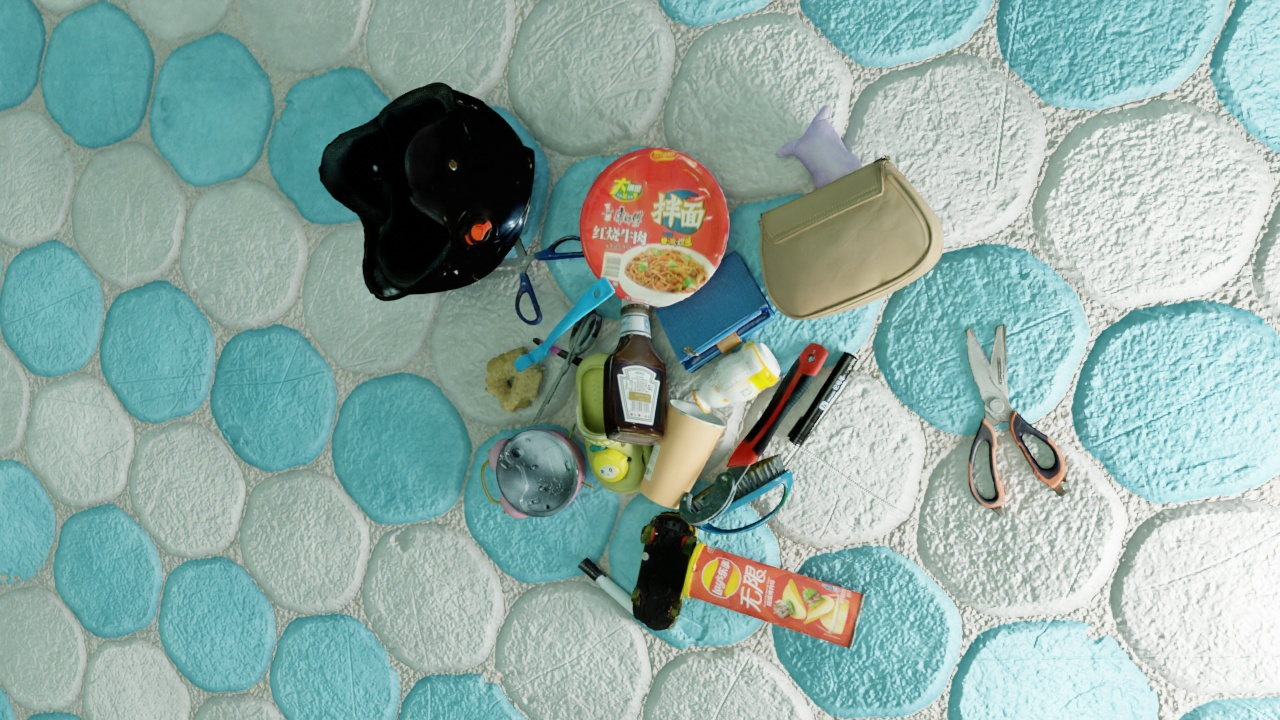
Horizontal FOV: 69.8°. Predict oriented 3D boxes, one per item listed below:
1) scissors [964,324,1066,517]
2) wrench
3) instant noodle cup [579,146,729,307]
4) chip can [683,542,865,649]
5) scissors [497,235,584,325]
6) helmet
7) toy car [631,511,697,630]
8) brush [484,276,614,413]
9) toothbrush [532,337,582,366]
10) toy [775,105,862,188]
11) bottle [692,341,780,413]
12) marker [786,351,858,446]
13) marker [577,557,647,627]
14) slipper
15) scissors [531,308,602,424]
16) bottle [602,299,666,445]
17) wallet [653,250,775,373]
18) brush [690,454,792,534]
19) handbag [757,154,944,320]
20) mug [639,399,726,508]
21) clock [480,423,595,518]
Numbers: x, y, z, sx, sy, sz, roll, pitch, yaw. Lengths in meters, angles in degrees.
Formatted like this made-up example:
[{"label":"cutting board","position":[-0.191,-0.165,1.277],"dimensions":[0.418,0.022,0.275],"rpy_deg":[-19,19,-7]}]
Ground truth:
[{"label":"scissors","position":[0.426,0.071,1.066],"dimensions":[0.215,0.015,0.196],"rpy_deg":[36,104,13]},{"label":"wrench","position":[0.142,0.092,1.123],"dimensions":[0.273,0.016,0.056],"rpy_deg":[-52,50,1]},{"label":"instant noodle cup","position":[0.022,-0.165,1.151],"dimensions":[0.194,0.065,0.194],"rpy_deg":[1,94,17]},{"label":"chip can","position":[0.164,0.291,1.139],"dimensions":[0.217,0.073,0.073],"rpy_deg":[15,99,16]},{"label":"scissors","position":[-0.148,-0.122,1.211],"dimensions":[0.173,0.012,0.162],"rpy_deg":[-4,71,17]},{"label":"helmet","position":[-0.252,-0.203,1.149],"dimensions":[0.234,0.229,0.275],"rpy_deg":[14,95,46]},{"label":"toy car","position":[0.030,0.274,1.196],"dimensions":[0.071,0.041,0.156],"rpy_deg":[13,97,17]},{"label":"brush","position":[-0.121,-0.021,1.197],"dimensions":[0.255,0.045,0.083],"rpy_deg":[-42,74,31]},{"label":"toothbrush","position":[-0.066,0.011,1.220],"dimensions":[0.189,0.017,0.014],"rpy_deg":[25,108,16]},{"label":"toy","position":[0.222,-0.235,1.094],"dimensions":[0.084,0.038,0.108],"rpy_deg":[-38,88,29]},{"label":"bottle","position":[0.117,0.024,1.136],"dimensions":[0.108,0.063,0.063],"rpy_deg":[-34,84,17]},{"label":"marker","position":[0.223,0.047,1.128],"dimensions":[0.022,0.020,0.132],"rpy_deg":[43,109,41]},{"label":"marker","position":[-0.030,0.312,1.231],"dimensions":[0.131,0.018,0.023],"rpy_deg":[37,137,13]},{"label":"slipper","position":[-0.047,0.087,1.179],"dimensions":[0.092,0.081,0.190],"rpy_deg":[-8,99,27]},{"label":"scissors","position":[-0.097,0.011,1.196],"dimensions":[0.137,0.014,0.174],"rpy_deg":[-20,50,55]},{"label":"bottle","position":[-0.007,0.007,1.148],"dimensions":[0.079,0.044,0.194],"rpy_deg":[10,66,-23]},{"label":"wallet","position":[0.091,-0.060,1.144],"dimensions":[0.133,0.040,0.106],"rpy_deg":[-35,64,18]},{"label":"brush","position":[0.129,0.176,1.149],"dimensions":[0.144,0.055,0.073],"rpy_deg":[-31,84,17]},{"label":"handbag","position":[0.239,-0.135,1.063],"dimensions":[0.205,0.099,0.147],"rpy_deg":[-22,86,28]},{"label":"mug","position":[0.048,0.120,1.155],"dimensions":[0.078,0.078,0.123],"rpy_deg":[26,99,14]},{"label":"clock","position":[-0.146,0.152,1.235],"dimensions":[0.159,0.059,0.117],"rpy_deg":[-17,90,17]}]
